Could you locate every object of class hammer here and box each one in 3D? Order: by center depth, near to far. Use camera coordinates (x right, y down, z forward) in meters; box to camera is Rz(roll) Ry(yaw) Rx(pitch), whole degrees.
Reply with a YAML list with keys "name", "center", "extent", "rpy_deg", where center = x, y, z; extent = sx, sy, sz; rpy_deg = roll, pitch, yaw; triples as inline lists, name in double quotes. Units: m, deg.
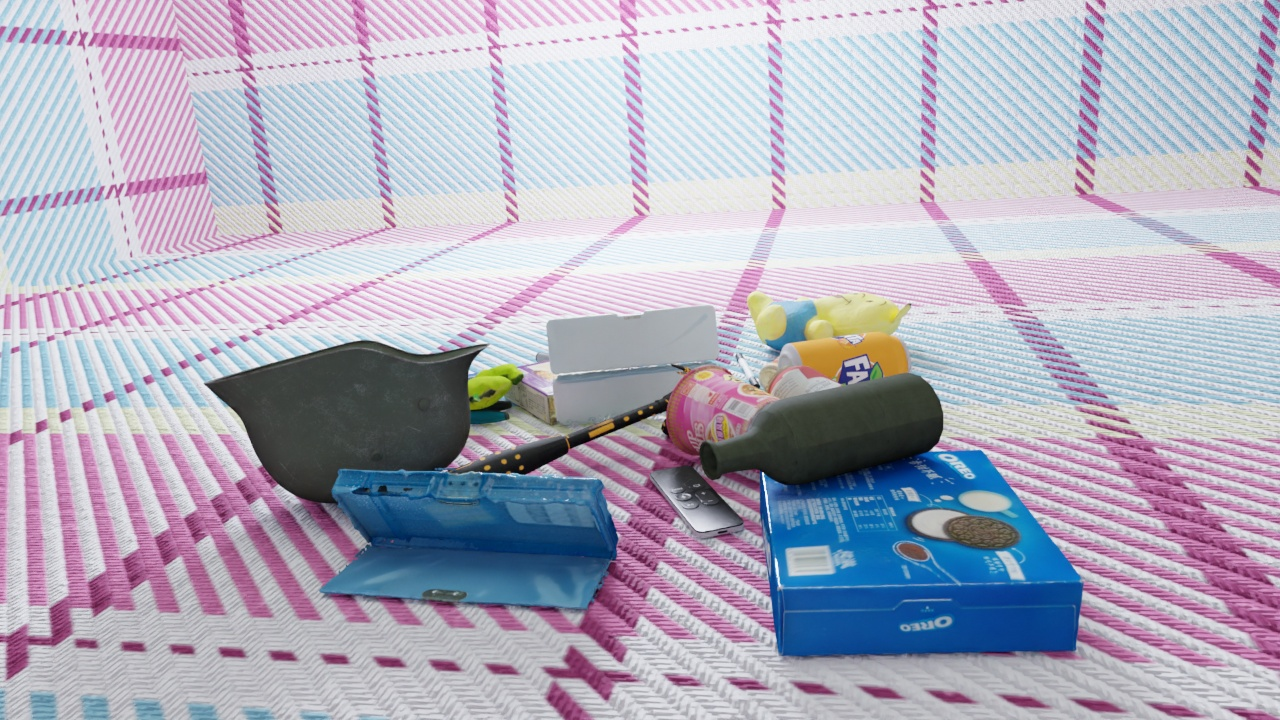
- name: "hammer"
  center: [-0.076, 0.082, 0.928]
  extent: [0.319, 0.123, 0.036]
  rpy_deg: [-19, 58, -25]

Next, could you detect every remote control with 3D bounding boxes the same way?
- name: "remote control"
  center: [0.050, 0.129, 0.855]
  extent: [0.045, 0.008, 0.146]
  rpy_deg: [-9, 16, -15]

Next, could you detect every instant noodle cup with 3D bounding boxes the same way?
- name: "instant noodle cup"
  center: [0.095, 0.062, 0.913]
  extent: [0.097, 0.098, 0.109]
  rpy_deg: [-14, 18, -30]

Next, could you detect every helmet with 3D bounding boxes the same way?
- name: "helmet"
  center: [-0.269, 0.058, 0.913]
  extent: [0.267, 0.154, 0.227]
  rpy_deg: [-16, 7, -13]

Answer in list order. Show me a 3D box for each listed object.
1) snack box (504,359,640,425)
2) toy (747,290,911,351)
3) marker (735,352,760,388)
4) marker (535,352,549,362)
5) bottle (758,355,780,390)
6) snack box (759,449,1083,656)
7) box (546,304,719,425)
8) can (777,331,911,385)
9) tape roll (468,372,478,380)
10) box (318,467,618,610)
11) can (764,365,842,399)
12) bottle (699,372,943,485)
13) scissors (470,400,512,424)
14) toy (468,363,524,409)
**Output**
- name: "snack box"
  center: [-0.084, 0.030, 1.177]
  extent: [0.147, 0.040, 0.143]
  rpy_deg: [-13, 18, -28]
- name: "toy"
  center: [0.266, -0.055, 1.312]
  extent: [0.214, 0.084, 0.148]
  rpy_deg: [-2, 17, 1]
- name: "marker"
  center: [0.143, 0.013, 1.234]
  extent: [0.011, 0.011, 0.152]
  rpy_deg: [-5, 16, -2]
- name: "marker"
  center: [-0.097, 0.004, 1.319]
  extent: [0.141, 0.016, 0.016]
  rpy_deg: [9, 21, 39]
- name: "bottle"
  center: [0.189, 0.010, 1.176]
  extent: [0.044, 0.044, 0.108]
  rpy_deg: [5, 19, 30]
- name: "snack box"
  center: [0.195, 0.136, 0.706]
  extent: [0.195, 0.056, 0.238]
  rpy_deg: [-3, 15, 5]
- name: "box"
  center: [-0.006, 0.006, 1.066]
  extent: [0.197, 0.136, 0.049]
  rpy_deg: [-5, 17, -1]
- name: "can"
  center: [0.240, 0.011, 1.090]
  extent: [0.142, 0.079, 0.079]
  rpy_deg: [-8, 16, -11]
- name: "tape roll"
  center: [-0.233, 0.039, 1.207]
  extent: [0.091, 0.016, 0.092]
  rpy_deg: [-1, 19, 34]
- name: "box"
  center: [-0.142, 0.153, 0.739]
  extent: [0.232, 0.094, 0.102]
  rpy_deg: [0, 46, 13]
- name: "can"
  center: [0.195, 0.061, 0.895]
  extent: [0.067, 0.067, 0.170]
  rpy_deg: [-13, 29, -28]
- name: "bottle"
  center: [0.147, 0.061, 0.752]
  extent: [0.206, 0.071, 0.071]
  rpy_deg: [-10, 17, -22]
- name: "scissors"
  center: [-0.225, 0.067, 1.128]
  extent: [0.153, 0.019, 0.127]
  rpy_deg: [10, 20, 38]
- name: "toy"
  center: [-0.189, 0.032, 1.128]
  extent: [0.094, 0.036, 0.093]
  rpy_deg: [-16, 19, -1]
